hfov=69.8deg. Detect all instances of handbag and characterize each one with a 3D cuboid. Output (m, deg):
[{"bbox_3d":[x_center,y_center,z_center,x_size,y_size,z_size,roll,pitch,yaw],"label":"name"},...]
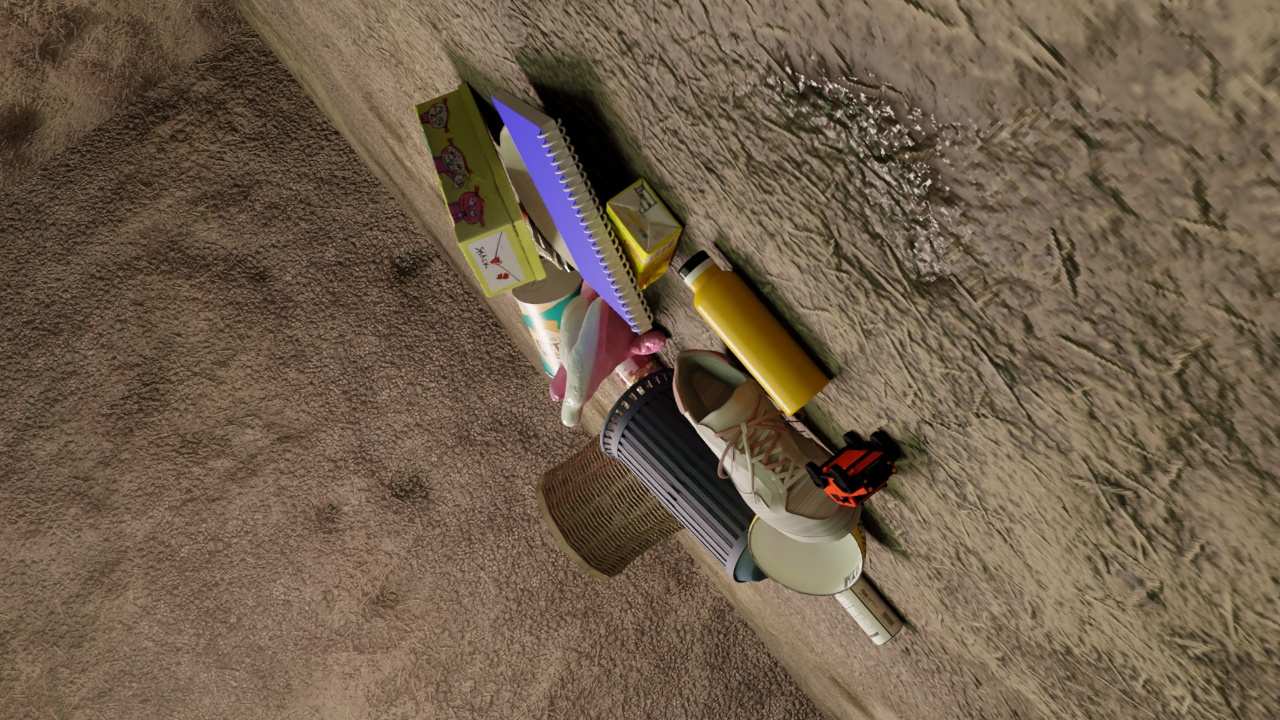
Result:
[{"bbox_3d":[-0.099,-0.159,1.084,0.128,0.054,0.079,43,157,53],"label":"handbag"}]

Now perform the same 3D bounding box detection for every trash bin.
[{"bbox_3d":[0.082,0.137,1.084,0.249,0.139,0.139,43,168,32],"label":"trash bin"}]

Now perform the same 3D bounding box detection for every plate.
[{"bbox_3d":[-0.078,-0.166,0.948,0.188,0.027,0.189,46,162,20],"label":"plate"}]

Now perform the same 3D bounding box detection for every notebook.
[{"bbox_3d":[-0.062,-0.136,0.836,0.209,0.022,0.171,64,171,-32],"label":"notebook"}]

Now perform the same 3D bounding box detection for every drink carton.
[{"bbox_3d":[-0.001,-0.108,0.818,0.058,0.043,0.135,53,170,6],"label":"drink carton"}]

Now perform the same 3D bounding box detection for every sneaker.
[{"bbox_3d":[0.103,0.071,0.847,0.236,0.099,0.089,46,-176,37],"label":"sneaker"}]

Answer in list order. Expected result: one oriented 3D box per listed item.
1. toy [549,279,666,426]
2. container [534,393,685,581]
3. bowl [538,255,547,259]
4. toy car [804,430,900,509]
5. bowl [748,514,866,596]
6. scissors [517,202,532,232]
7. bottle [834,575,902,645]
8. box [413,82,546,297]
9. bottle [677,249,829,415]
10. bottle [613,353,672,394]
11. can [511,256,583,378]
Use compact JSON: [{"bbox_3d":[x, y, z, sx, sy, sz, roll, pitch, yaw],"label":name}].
[{"bbox_3d":[-0.035,-0.023,1.089,0.128,0.187,0.265,15,-163,-3],"label":"toy"},{"bbox_3d":[-0.018,0.189,1.340,0.227,0.196,0.226,48,-166,-17],"label":"container"},{"bbox_3d":[-0.126,-0.114,1.341,0.119,0.032,0.119,30,150,19],"label":"bowl"},{"bbox_3d":[0.172,0.089,0.731,0.049,0.051,0.100,54,171,-1],"label":"toy car"},{"bbox_3d":[0.174,0.174,0.934,0.117,0.067,0.117,12,125,18],"label":"bowl"},{"bbox_3d":[-0.163,-0.204,1.287,0.189,0.015,0.140,45,170,31],"label":"scissors"},{"bbox_3d":[0.258,0.280,1.091,0.116,0.041,0.041,49,171,10],"label":"bottle"},{"bbox_3d":[-0.185,-0.197,1.058,0.124,0.079,0.220,73,176,-60],"label":"box"},{"bbox_3d":[0.086,-0.025,0.723,0.143,0.043,0.043,50,171,5],"label":"bottle"},{"bbox_3d":[-0.007,0.007,1.239,0.105,0.056,0.056,49,171,10],"label":"bottle"},{"bbox_3d":[-0.107,-0.057,1.262,0.099,0.099,0.144,42,158,43],"label":"can"}]
